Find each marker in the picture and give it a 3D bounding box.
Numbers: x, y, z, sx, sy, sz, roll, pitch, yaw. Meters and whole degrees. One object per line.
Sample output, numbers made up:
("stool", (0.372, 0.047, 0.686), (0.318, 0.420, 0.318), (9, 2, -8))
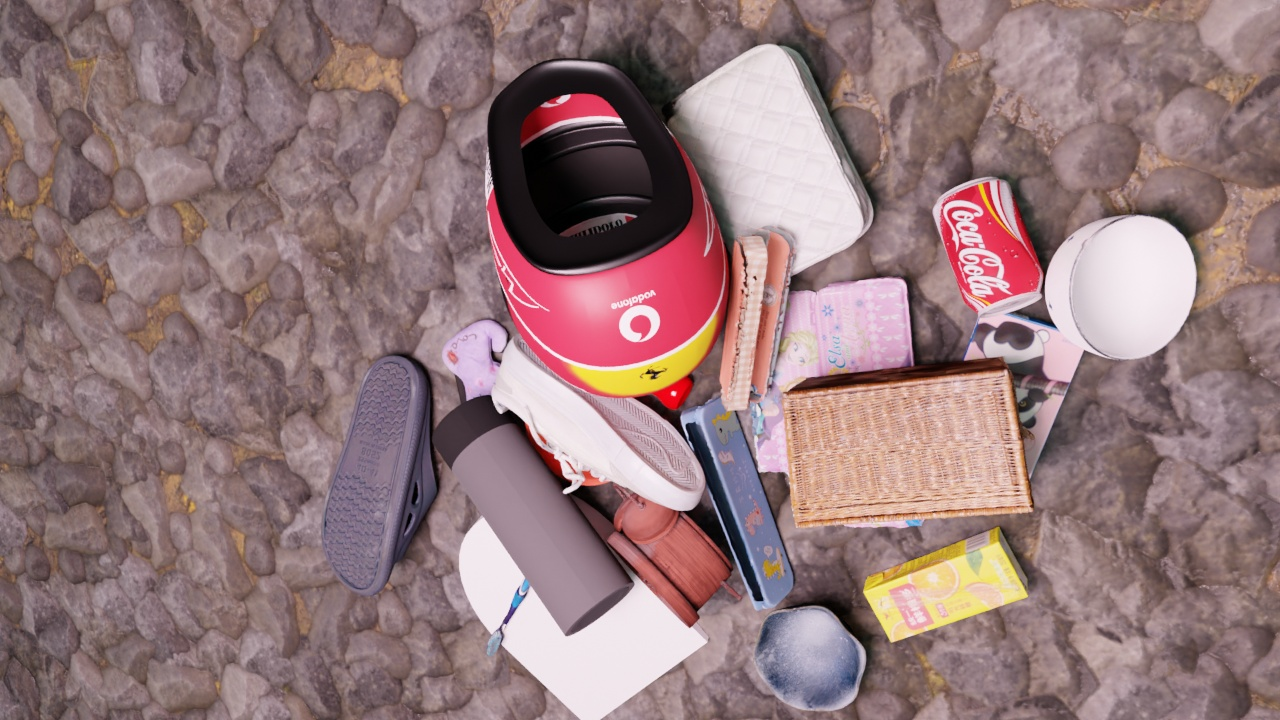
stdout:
("marker", (-0.189, 0.068, 1.020), (0.021, 0.017, 0.124), (-9, 96, 23))

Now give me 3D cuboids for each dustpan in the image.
("dustpan", (-0.079, 0.256, 1.015), (0.258, 0.053, 0.192), (45, 114, -5))

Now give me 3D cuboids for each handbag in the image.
("handbag", (0.115, -0.172, 0.820), (0.139, 0.072, 0.195), (-24, 92, 33))

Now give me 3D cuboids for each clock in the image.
("clock", (0.022, 0.183, 0.900), (0.072, 0.121, 0.157), (-43, 93, -11))

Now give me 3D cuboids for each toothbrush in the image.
("toothbrush", (-0.127, 0.250, 0.984), (0.016, 0.017, 0.189), (26, 113, -6))

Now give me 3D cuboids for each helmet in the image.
("helmet", (-0.029, -0.094, 0.815), (0.197, 0.225, 0.270), (-19, 61, -3))

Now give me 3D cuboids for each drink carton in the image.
("drink carton", (0.280, 0.209, 0.848), (0.135, 0.042, 0.058), (-28, 91, 25))

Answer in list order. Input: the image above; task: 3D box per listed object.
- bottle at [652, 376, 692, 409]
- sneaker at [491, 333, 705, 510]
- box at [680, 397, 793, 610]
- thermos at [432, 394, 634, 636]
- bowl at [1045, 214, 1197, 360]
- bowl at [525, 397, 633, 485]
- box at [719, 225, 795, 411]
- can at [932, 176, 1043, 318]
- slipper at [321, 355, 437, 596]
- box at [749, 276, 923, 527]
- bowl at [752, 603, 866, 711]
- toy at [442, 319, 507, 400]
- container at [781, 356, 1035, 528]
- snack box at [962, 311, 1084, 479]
("bottle", (-0.005, 0.005, 0.923), (0.119, 0.036, 0.036), (31, 110, 14))
("sneaker", (-0.047, 0.076, 0.881), (0.242, 0.089, 0.091), (37, 116, 18))
("box", (0.101, 0.137, 0.895), (0.059, 0.068, 0.210), (-21, 92, 8))
("thermos", (-0.110, 0.150, 0.913), (0.082, 0.082, 0.240), (-48, 69, 23))
("bowl", (0.372, -0.060, 0.732), (0.113, 0.063, 0.113), (-2, 99, -13))
("bowl", (-0.052, 0.061, 0.948), (0.131, 0.045, 0.130), (5, 103, 21))
("box", (0.104, -0.035, 0.827), (0.063, 0.056, 0.188), (-9, 133, -15))
("can", (0.287, -0.093, 0.758), (0.064, 0.064, 0.104), (-21, 76, 24))
("slipper", (-0.286, 0.129, 1.046), (0.111, 0.083, 0.268), (10, 87, 28))
("box", (0.177, 0.043, 0.860), (0.159, 0.035, 0.230), (-4, 98, 22))
("bowl", (0.168, 0.282, 0.901), (0.110, 0.055, 0.110), (5, 103, 20))
("toy", (-0.165, 0.008, 0.987), (0.080, 0.036, 0.099), (-36, 86, 7))
("container", (0.220, 0.066, 0.766), (0.199, 0.113, 0.113), (-7, 93, 21))
("snack box", (0.316, 0.036, 0.802), (0.088, 0.033, 0.154), (21, 108, 17))
